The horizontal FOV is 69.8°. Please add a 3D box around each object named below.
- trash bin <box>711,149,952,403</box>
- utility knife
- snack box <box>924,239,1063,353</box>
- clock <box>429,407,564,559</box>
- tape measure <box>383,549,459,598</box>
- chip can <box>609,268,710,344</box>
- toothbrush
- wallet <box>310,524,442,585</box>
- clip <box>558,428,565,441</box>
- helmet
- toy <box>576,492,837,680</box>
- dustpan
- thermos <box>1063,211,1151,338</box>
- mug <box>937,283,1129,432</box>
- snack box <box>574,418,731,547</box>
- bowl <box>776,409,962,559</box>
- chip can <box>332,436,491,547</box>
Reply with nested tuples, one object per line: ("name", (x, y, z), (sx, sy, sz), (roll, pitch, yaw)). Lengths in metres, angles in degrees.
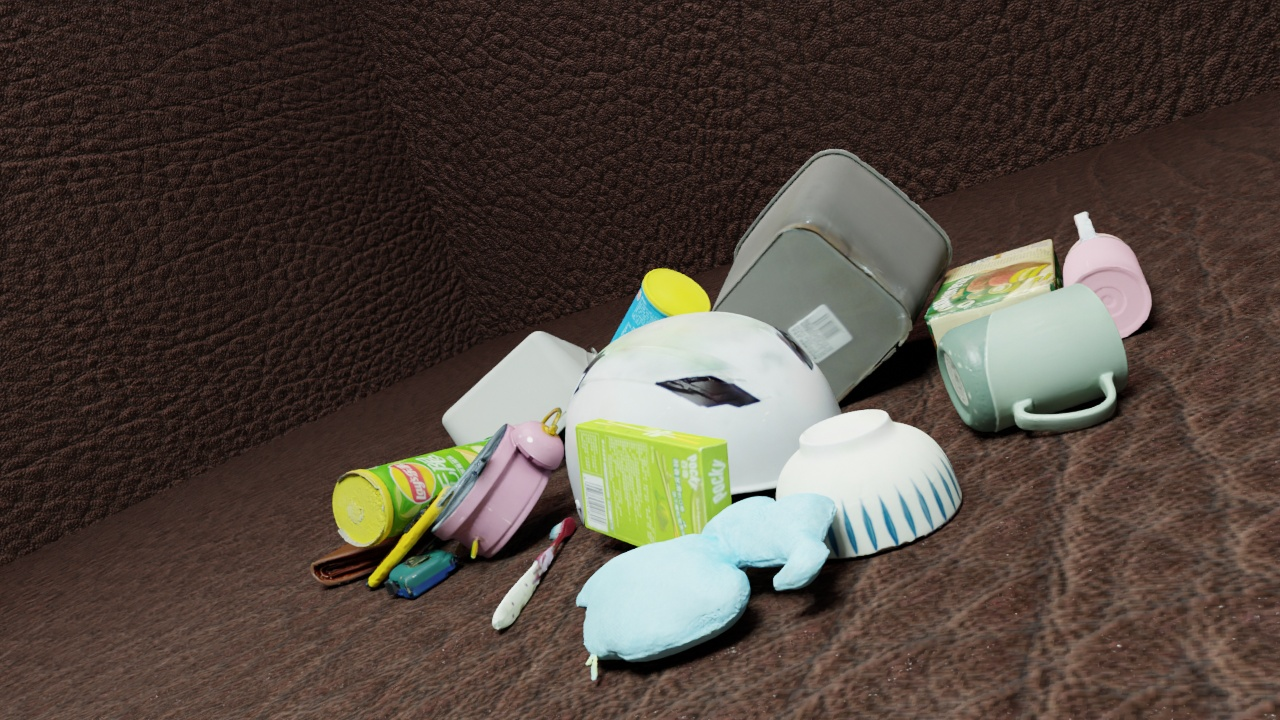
("trash bin", (0.190, -0.075, 0.941), (0.200, 0.198, 0.219), (-50, 1, 31))
("utility knife", (-0.192, 0.141, 0.812), (0.219, 0.015, 0.033), (-47, 11, 31))
("snack box", (0.361, -0.059, 0.916), (0.115, 0.063, 0.239), (-17, 9, 27))
("clock", (-0.121, 0.105, 0.831), (0.158, 0.060, 0.117), (-57, 10, -17))
("tape measure", (-0.195, 0.187, 0.811), (0.055, 0.025, 0.058), (-10, 12, 46))
("chip can", (-0.006, 0.006, 0.949), (0.071, 0.071, 0.211), (-30, -23, -48))
("toothbrush", (-0.083, 0.164, 0.722), (0.017, 0.016, 0.187), (-26, 6, 16))
("wallet", (-0.261, 0.190, 0.941), (0.125, 0.032, 0.101), (-18, 6, 15))
("clip", (-0.102, 0.097, 1.209), (0.034, 0.013, 0.055), (-21, 6, 4))
("helmet", (0.044, 0.034, 0.796), (0.259, 0.146, 0.228), (-11, 13, 47))
("toy", (0.031, 0.129, 0.537), (0.155, 0.050, 0.162), (-38, 18, -35))
("dustpan", (-0.128, 0.078, 1.152), (0.222, 0.142, 0.258), (-42, -19, 0))
("thermos", (0.423, -0.084, 0.846), (0.067, 0.087, 0.198), (-18, 10, 29))
("mug", (0.280, 0.009, 0.651), (0.106, 0.082, 0.111), (-19, 40, 5))
("snack box", (0.007, 0.092, 0.658), (0.026, 0.086, 0.157), (-10, 8, -34))
("bowl", (0.139, 0.072, 0.591), (0.116, 0.066, 0.116), (-20, 9, 3))
("chip can", (-0.201, 0.125, 0.920), (0.073, 0.072, 0.220), (-16, -3, 30))
